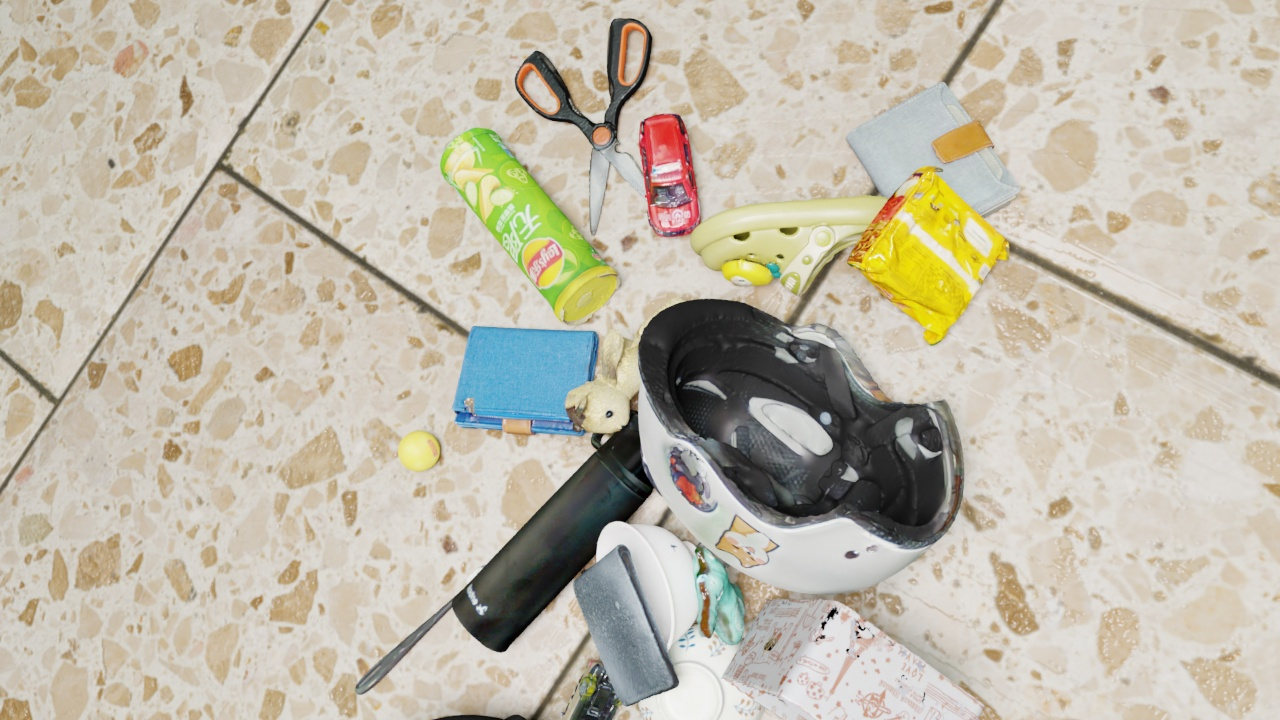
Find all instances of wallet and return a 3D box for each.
[{"bbox_3d":[-0.014,0.225,0.773,0.019,0.097,0.120,-12,69,-32],"label":"wallet"},{"bbox_3d":[-0.110,0.019,0.889,0.133,0.040,0.106,2,71,16],"label":"wallet"},{"bbox_3d":[0.264,-0.178,0.826,0.107,0.037,0.129,-29,73,9],"label":"wallet"}]

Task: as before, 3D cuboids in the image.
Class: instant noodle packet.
[{"bbox_3d":[0.246,-0.088,0.779,0.111,0.128,0.044,-53,28,2],"label":"instant noodle packet"}]

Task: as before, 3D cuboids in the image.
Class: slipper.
[{"bbox_3d":[0.139,-0.100,0.819,0.191,0.091,0.081,-6,83,13],"label":"slipper"}]

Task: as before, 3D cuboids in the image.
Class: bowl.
[{"bbox_3d":[0.047,0.283,0.781,0.113,0.062,0.113,-3,80,14],"label":"bowl"},{"bbox_3d":[0.019,0.188,0.786,0.064,0.119,0.118,-12,71,-30],"label":"bowl"}]

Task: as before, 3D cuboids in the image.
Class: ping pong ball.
[{"bbox_3d":[-0.218,0.089,0.902,0.040,0.040,0.040,-3,78,15],"label":"ping pong ball"}]

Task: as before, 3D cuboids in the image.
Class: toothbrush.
[{"bbox_3d":[-0.210,0.259,0.881,0.181,0.018,0.015,-44,75,5],"label":"toothbrush"}]

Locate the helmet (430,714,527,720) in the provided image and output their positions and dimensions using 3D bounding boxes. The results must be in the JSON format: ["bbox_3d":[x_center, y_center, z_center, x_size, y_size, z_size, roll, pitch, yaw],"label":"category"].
[{"bbox_3d":[-0.127,0.409,0.716,0.275,0.229,0.234,41,108,20],"label":"helmet"}]

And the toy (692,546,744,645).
[{"bbox_3d":[0.061,0.194,0.738,0.030,0.092,0.096,-16,32,18],"label":"toy"}]

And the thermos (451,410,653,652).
[{"bbox_3d":[-0.069,0.150,0.844,0.242,0.068,0.090,-47,39,0],"label":"thermos"}]

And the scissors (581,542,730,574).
[{"bbox_3d":[0.022,0.203,0.831,0.163,0.014,0.166,13,81,15],"label":"scissors"}]

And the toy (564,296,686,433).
[{"bbox_3d":[-0.005,0.005,0.834,0.066,0.105,0.157,40,71,13],"label":"toy"}]

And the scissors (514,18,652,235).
[{"bbox_3d":[-0.047,-0.245,0.935,0.225,0.021,0.221,23,91,17],"label":"scissors"}]

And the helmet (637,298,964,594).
[{"bbox_3d":[0.109,0.084,0.743,0.274,0.229,0.157,30,129,17],"label":"helmet"}]

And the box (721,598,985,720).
[{"bbox_3d":[0.176,0.298,0.675,0.130,0.179,0.272,-27,83,-15],"label":"box"}]

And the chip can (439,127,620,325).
[{"bbox_3d":[-0.113,-0.137,0.902,0.072,0.072,0.221,-42,72,4],"label":"chip can"}]

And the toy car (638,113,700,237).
[{"bbox_3d":[0.026,-0.178,0.880,0.053,0.045,0.120,-10,86,6],"label":"toy car"}]

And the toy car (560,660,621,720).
[{"bbox_3d":[-0.046,0.311,0.811,0.042,0.035,0.090,26,85,-24],"label":"toy car"}]
